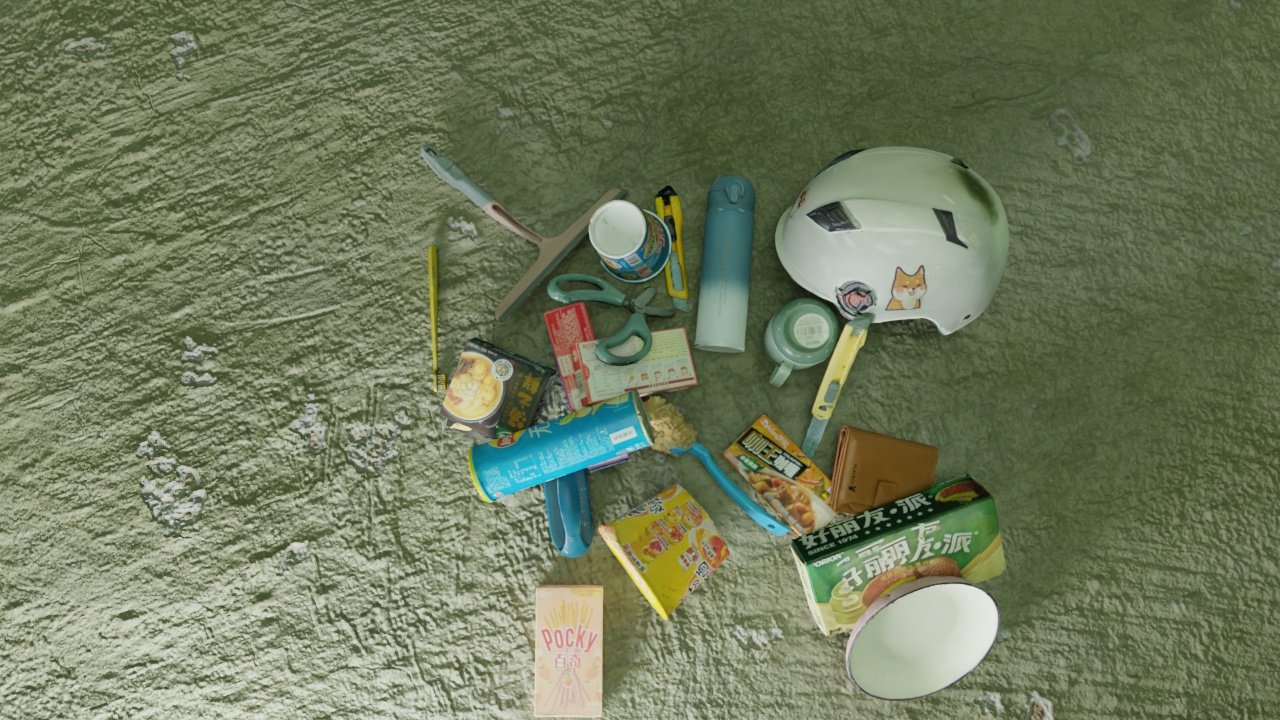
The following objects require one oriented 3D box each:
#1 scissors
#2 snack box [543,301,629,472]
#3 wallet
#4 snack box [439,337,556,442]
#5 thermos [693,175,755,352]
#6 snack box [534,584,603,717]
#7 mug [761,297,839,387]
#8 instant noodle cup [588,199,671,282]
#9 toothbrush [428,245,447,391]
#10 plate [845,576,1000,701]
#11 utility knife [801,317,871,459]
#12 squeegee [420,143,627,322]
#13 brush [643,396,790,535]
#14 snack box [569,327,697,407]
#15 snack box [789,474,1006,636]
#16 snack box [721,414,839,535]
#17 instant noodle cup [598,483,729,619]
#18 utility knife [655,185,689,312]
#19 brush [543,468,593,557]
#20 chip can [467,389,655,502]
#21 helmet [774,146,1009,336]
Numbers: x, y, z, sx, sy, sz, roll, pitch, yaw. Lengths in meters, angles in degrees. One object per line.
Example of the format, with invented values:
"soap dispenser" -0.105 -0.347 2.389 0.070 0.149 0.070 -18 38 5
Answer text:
"scissors" -0.029 -0.048 1.120 0.170 0.019 0.180 9 43 -21
"snack box" -0.068 0.034 1.153 0.058 0.057 0.207 -16 84 -4
"wallet" 0.301 0.146 1.136 0.131 0.031 0.107 14 84 -14
"snack box" -0.179 0.049 1.141 0.113 0.053 0.126 22 97 4
"thermos" 0.108 -0.121 1.160 0.070 0.070 0.220 5 85 1
"snack box" -0.088 0.358 1.137 0.084 0.026 0.157 0 85 0
"mug" 0.190 -0.019 1.131 0.082 0.106 0.111 28 86 2
"instant noodle cup" -0.018 -0.151 1.136 0.099 0.110 0.099 -1 87 10
"toothbrush" -0.262 -0.054 1.184 0.016 0.016 0.190 -3 84 -5
"plate" 0.331 0.325 1.093 0.192 0.039 0.193 -6 121 -10
"utility knife" 0.233 0.035 1.114 0.031 0.022 0.213 15 127 2
"squeegee" -0.188 -0.200 1.186 0.249 0.040 0.247 38 70 9
"brush" 0.085 0.134 1.140 0.254 0.083 0.045 42 52 -3
"snack box" -0.007 0.007 1.134 0.155 0.027 0.077 -9 81 -29
"snack box" 0.311 0.235 1.106 0.240 0.063 0.114 -19 113 -1
"snack box" 0.182 0.148 1.155 0.075 0.026 0.153 -44 86 -4
"instant noodle cup" 0.032 0.222 1.100 0.109 0.138 0.138 -35 85 -11
"utility knife" 0.044 -0.145 1.189 0.033 0.015 0.170 -8 85 2
"brush" -0.090 0.170 1.131 0.055 0.073 0.143 -7 83 -9
"chip can" -0.092 0.100 1.079 0.210 0.071 0.071 -20 84 6
"helmet" 0.310 -0.164 1.082 0.274 0.157 0.229 18 55 2
